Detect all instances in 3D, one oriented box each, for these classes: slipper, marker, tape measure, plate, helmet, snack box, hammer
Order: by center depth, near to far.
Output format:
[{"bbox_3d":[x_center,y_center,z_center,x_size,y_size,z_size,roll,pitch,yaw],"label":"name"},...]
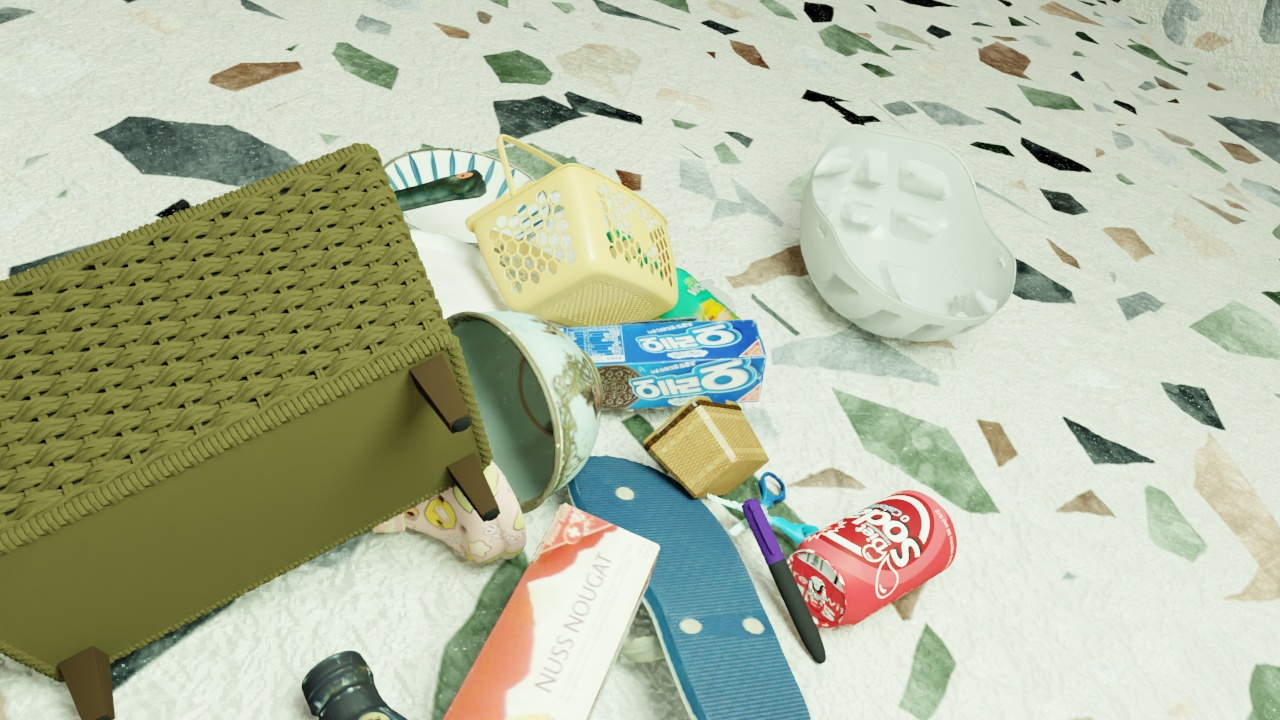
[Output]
[{"bbox_3d":[-0.066,0.198,0.524,0.076,0.044,0.272,23,42,7],"label":"snack box"},{"bbox_3d":[0.028,0.177,0.669,0.118,0.060,0.294,0,33,-25],"label":"slipper"},{"bbox_3d":[-0.173,0.087,0.676,0.197,0.093,0.081,35,53,20],"label":"slipper"},{"bbox_3d":[0.111,0.169,0.708,0.015,0.018,0.134,-22,76,-9],"label":"marker"},{"bbox_3d":[-0.176,-0.060,0.801,0.157,0.014,0.156,19,37,-15],"label":"plate"},{"bbox_3d":[-0.005,0.005,0.818,0.226,0.060,0.059,-3,41,-5],"label":"snack box"},{"bbox_3d":[-0.301,-0.121,0.825,0.332,0.033,0.133,-16,33,-12],"label":"hammer"},{"bbox_3d":[0.069,-0.061,0.990,0.060,0.020,0.062,-15,50,-34],"label":"tape measure"},{"bbox_3d":[0.292,-0.129,1.025,0.224,0.184,0.282,-1,36,-14],"label":"helmet"}]

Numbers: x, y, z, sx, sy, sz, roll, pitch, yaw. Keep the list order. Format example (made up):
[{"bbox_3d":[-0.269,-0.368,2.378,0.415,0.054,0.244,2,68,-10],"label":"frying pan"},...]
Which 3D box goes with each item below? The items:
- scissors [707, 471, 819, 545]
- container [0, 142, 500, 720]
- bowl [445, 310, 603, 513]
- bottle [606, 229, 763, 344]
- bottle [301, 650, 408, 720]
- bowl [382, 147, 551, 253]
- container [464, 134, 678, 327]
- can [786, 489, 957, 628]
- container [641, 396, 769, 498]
[{"bbox_3d":[0.098,0.121,0.771,0.133,0.015,0.104,19,32,-30],"label":"scissors"},{"bbox_3d":[-0.254,0.048,0.554,0.320,0.177,0.205,-27,60,-16],"label":"container"},{"bbox_3d":[-0.087,0.031,0.723,0.160,0.160,0.093,42,38,26],"label":"bowl"},{"bbox_3d":[0.031,-0.060,0.936,0.067,0.068,0.209,-21,53,-38],"label":"bottle"},{"bbox_3d":[-0.145,0.242,0.529,0.056,0.056,0.161,-18,51,-36],"label":"bottle"},{"bbox_3d":[-0.185,-0.144,0.948,0.177,0.071,0.177,11,39,-9],"label":"bowl"},{"bbox_3d":[-0.058,-0.121,0.858,0.183,0.129,0.167,19,50,-59],"label":"container"},{"bbox_3d":[0.188,0.158,0.740,0.142,0.075,0.074,-16,51,-35],"label":"can"},{"bbox_3d":[0.060,0.075,0.770,0.061,0.063,0.113,53,16,20],"label":"container"}]
